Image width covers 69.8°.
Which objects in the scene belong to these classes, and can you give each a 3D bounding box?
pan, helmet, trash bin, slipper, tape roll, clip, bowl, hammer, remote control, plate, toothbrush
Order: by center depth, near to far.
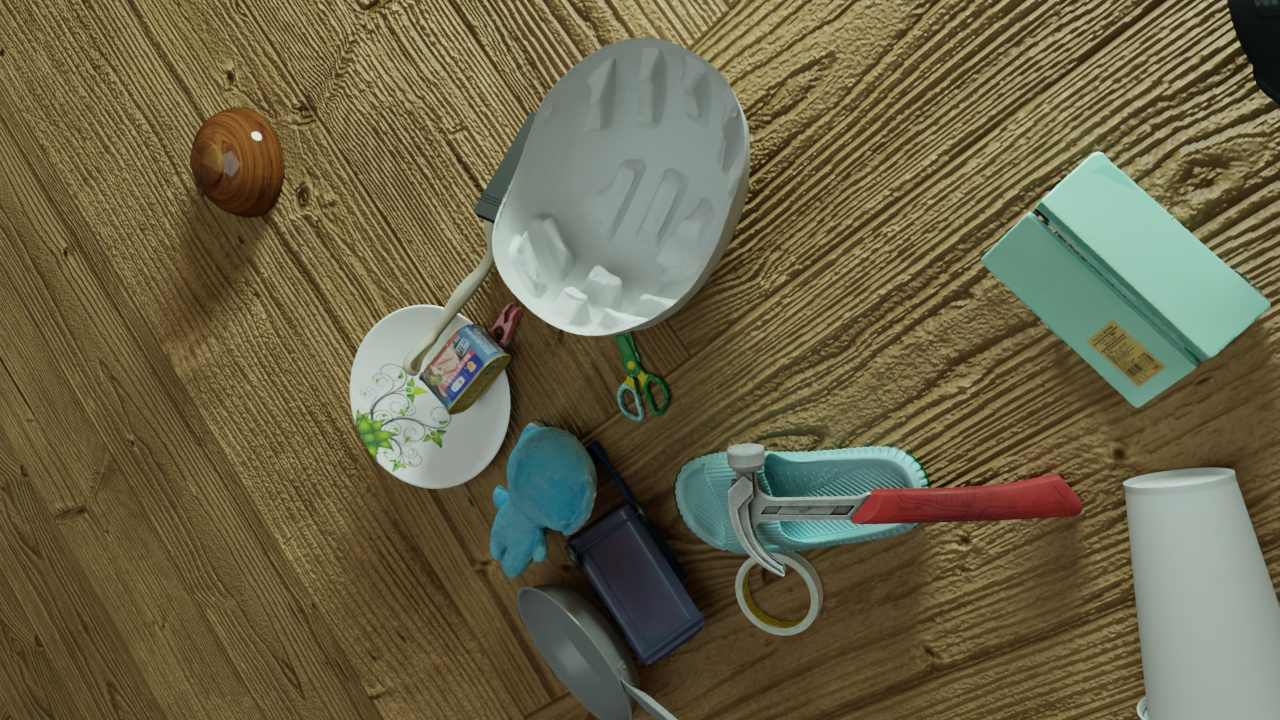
[{"bbox_3d":[0.531,-0.235,0.547,0.316,0.235,0.250,39,118,23],"label":"helmet"},{"bbox_3d":[0.242,0.139,0.863,0.316,0.036,0.126,-3,98,13],"label":"hammer"},{"bbox_3d":[-0.010,-0.165,0.889,0.224,0.183,0.283,26,118,15],"label":"helmet"},{"bbox_3d":[0.152,0.144,0.933,0.277,0.069,0.116,-10,94,29],"label":"slipper"},{"bbox_3d":[0.149,0.248,0.988,0.094,0.019,0.094,6,103,27],"label":"tape roll"},{"bbox_3d":[-0.127,-0.207,1.003,0.058,0.013,0.133,25,80,22],"label":"remote control"},{"bbox_3d":[-0.026,0.344,1.004,0.357,0.050,0.201,5,123,54],"label":"pan"},{"bbox_3d":[-0.006,0.246,1.012,0.093,0.092,0.161,-32,87,-13],"label":"trash bin"},{"bbox_3d":[-0.006,0.174,1.058,0.017,0.016,0.190,-40,81,36],"label":"toothbrush"},{"bbox_3d":[-0.163,-0.046,1.093,0.044,0.023,0.060,19,114,22],"label":"clip"},{"bbox_3d":[-0.259,0.045,1.149,0.230,0.030,0.229,2,96,20],"label":"plate"},{"bbox_3d":[-0.556,-0.264,1.228,0.147,0.068,0.147,6,104,27],"label":"bowl"}]

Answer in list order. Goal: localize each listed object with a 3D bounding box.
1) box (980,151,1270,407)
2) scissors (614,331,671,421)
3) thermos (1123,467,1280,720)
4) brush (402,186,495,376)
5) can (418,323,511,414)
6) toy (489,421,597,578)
[{"bbox_3d":[0.400,-0.066,0.771,0.187,0.057,0.138,47,112,13],"label":"box"},{"bbox_3d":[-0.014,0.007,1.029,0.071,0.014,0.130,-25,90,30],"label":"scissors"},{"bbox_3d":[0.465,0.206,0.755,0.132,0.131,0.222,-12,87,30],"label":"thermos"},{"bbox_3d":[-0.206,-0.085,1.074,0.077,0.062,0.273,46,113,24],"label":"brush"},{"bbox_3d":[-0.207,0.009,1.081,0.059,0.053,0.100,47,108,12],"label":"can"},{"bbox_3d":[-0.110,0.166,1.061,0.183,0.114,0.181,38,109,48],"label":"toy"}]
